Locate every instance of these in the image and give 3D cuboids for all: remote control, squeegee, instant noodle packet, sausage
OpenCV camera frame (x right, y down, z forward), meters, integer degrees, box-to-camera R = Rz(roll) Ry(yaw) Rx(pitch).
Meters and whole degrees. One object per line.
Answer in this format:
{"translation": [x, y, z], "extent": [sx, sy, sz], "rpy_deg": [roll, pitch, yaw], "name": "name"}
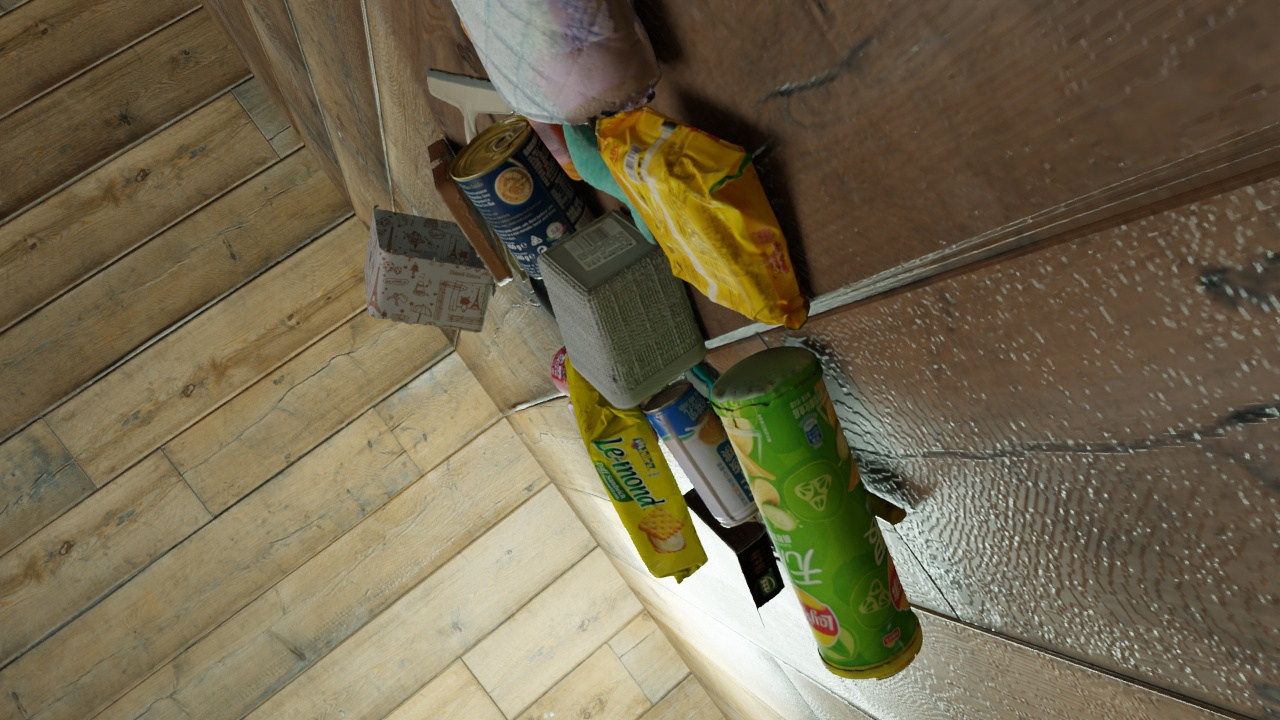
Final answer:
{"translation": [-0.095, -0.063, 1.055], "extent": [0.136, 0.024, 0.053], "rpy_deg": [43, 164, 38], "name": "remote control"}
{"translation": [-0.121, -0.154, 0.883], "extent": [0.246, 0.039, 0.247], "rpy_deg": [34, 157, 55], "name": "squeegee"}
{"translation": [0.036, -0.079, 0.505], "extent": [0.111, 0.044, 0.128], "rpy_deg": [33, 165, 41], "name": "instant noodle packet"}
{"translation": [-0.085, -0.199, 0.684], "extent": [0.165, 0.021, 0.021], "rpy_deg": [54, 167, -3], "name": "sausage"}

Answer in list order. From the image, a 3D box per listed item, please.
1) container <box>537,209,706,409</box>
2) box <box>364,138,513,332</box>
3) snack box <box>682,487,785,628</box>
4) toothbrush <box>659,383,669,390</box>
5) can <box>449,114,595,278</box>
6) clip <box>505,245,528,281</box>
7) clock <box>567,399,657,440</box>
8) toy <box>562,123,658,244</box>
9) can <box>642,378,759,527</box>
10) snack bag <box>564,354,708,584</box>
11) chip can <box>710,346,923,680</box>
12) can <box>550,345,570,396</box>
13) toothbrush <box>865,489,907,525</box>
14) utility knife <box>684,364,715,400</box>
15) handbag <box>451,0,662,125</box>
{"translation": [-0.016, -0.042, 0.704], "extent": [0.090, 0.090, 0.114], "rpy_deg": [41, 159, 42], "name": "container"}
{"translation": [-0.219, -0.148, 1.028], "extent": [0.182, 0.152, 0.178], "rpy_deg": [-125, 45, -60], "name": "box"}
{"translation": [0.104, 0.206, 0.991], "extent": [0.125, 0.053, 0.113], "rpy_deg": [40, 160, 45], "name": "snack box"}
{"translation": [-0.006, 0.005, 0.935], "extent": [0.021, 0.029, 0.189], "rpy_deg": [16, -166, -37], "name": "toothbrush"}
{"translation": [-0.090, -0.128, 0.736], "extent": [0.075, 0.075, 0.111], "rpy_deg": [36, 165, 53], "name": "can"}
{"translation": [-0.139, -0.131, 1.014], "extent": [0.104, 0.034, 0.084], "rpy_deg": [51, 167, 29], "name": "clip"}
{"translation": [-0.030, 0.079, 1.114], "extent": [0.117, 0.059, 0.158], "rpy_deg": [58, 164, -23], "name": "clock"}
{"translation": [-0.016, -0.123, 0.627], "extent": [0.092, 0.030, 0.096], "rpy_deg": [44, 170, 43], "name": "toy"}
{"translation": [0.060, 0.085, 0.836], "extent": [0.134, 0.053, 0.053], "rpy_deg": [56, 167, -12], "name": "can"}
{"translation": [-0.012, 0.104, 0.936], "extent": [0.158, 0.068, 0.247], "rpy_deg": [-123, 9, -58], "name": "snack bag"}
{"translation": [0.114, 0.098, 0.590], "extent": [0.221, 0.072, 0.073], "rpy_deg": [66, 164, -16], "name": "chip can"}
{"translation": [-0.061, 0.013, 1.032], "extent": [0.066, 0.066, 0.094], "rpy_deg": [56, 169, -12], "name": "can"}
{"translation": [0.127, 0.079, 0.677], "extent": [0.190, 0.015, 0.016], "rpy_deg": [27, 144, 62], "name": "toothbrush"}
{"translation": [0.051, 0.018, 0.761], "extent": [0.207, 0.013, 0.029], "rpy_deg": [47, 158, 37], "name": "utility knife"}
{"translation": [-0.070, -0.218, 0.467], "extent": [0.134, 0.075, 0.194], "rpy_deg": [30, 155, 55], "name": "handbag"}
